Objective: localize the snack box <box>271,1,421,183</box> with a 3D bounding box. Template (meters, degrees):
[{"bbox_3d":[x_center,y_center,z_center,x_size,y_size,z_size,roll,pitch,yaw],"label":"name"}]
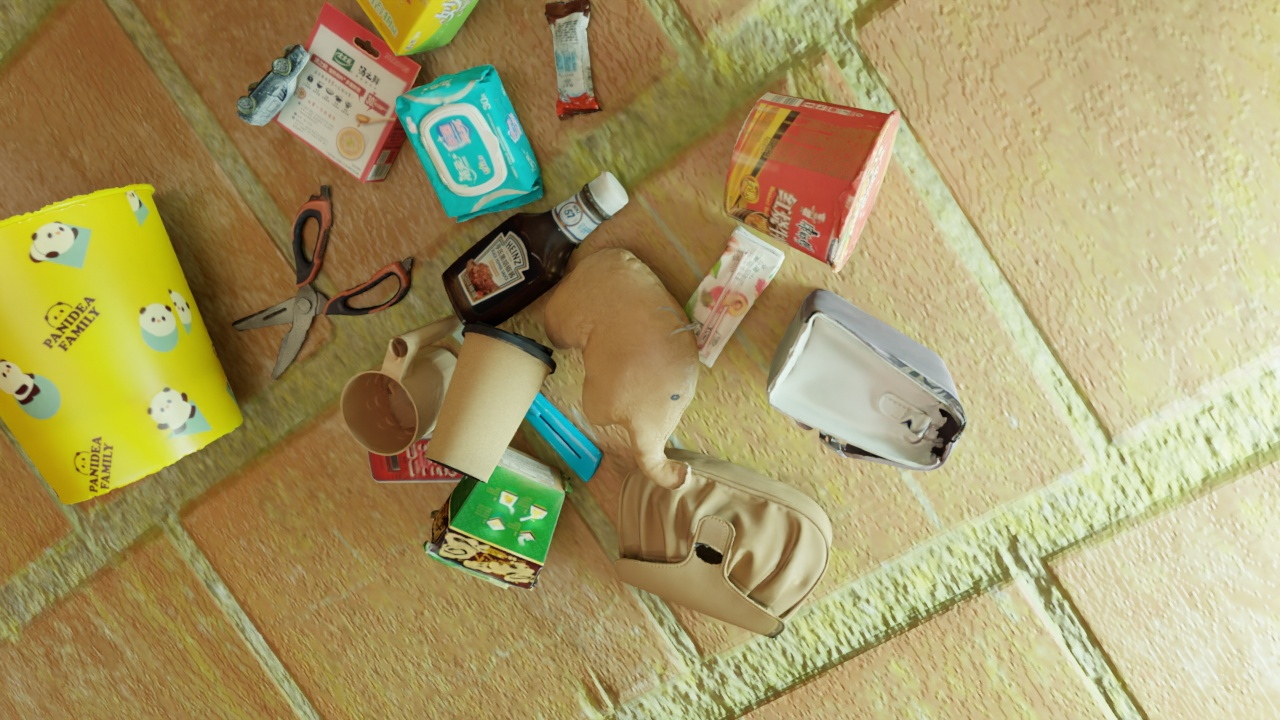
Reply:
[{"bbox_3d":[-0.272,-0.253,0.875,0.113,0.044,0.127,35,109,4],"label":"snack box"}]

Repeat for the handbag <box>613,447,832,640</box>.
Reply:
[{"bbox_3d":[0.072,0.173,0.865,0.204,0.099,0.148,18,103,13],"label":"handbag"}]

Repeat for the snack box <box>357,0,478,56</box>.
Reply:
[{"bbox_3d":[-0.215,-0.395,0.782,0.210,0.069,0.158,54,138,-4],"label":"snack box"}]

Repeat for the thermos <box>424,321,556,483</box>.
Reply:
[{"bbox_3d":[-0.139,0.035,0.835,0.093,0.093,0.143,20,77,8],"label":"thermos"}]

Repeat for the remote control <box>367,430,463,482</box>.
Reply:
[{"bbox_3d":[-0.221,0.100,0.957,0.136,0.020,0.056,-2,101,14],"label":"remote control"}]

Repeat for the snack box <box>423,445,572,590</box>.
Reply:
[{"bbox_3d":[-0.136,0.144,0.899,0.117,0.118,0.105,25,96,-14],"label":"snack box"}]

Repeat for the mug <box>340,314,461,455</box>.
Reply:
[{"bbox_3d":[-0.220,0.019,0.888,0.084,0.103,0.125,27,112,10],"label":"mug"}]

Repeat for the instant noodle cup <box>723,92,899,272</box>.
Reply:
[{"bbox_3d":[0.140,-0.156,0.764,0.109,0.137,0.138,23,107,16],"label":"instant noodle cup"}]

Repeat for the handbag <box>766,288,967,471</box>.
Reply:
[{"bbox_3d":[0.182,0.016,0.754,0.145,0.196,0.098,25,104,6],"label":"handbag"}]

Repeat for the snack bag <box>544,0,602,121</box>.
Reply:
[{"bbox_3d":[-0.062,-0.273,0.832,0.045,0.026,0.105,-1,102,22],"label":"snack bag"}]

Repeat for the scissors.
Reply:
[{"bbox_3d":[-0.331,-0.070,0.947,0.189,0.015,0.227,18,107,8],"label":"scissors"}]

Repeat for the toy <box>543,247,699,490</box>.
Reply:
[{"bbox_3d":[-0.005,0.005,0.823,0.144,0.082,0.226,-43,66,39],"label":"toy"}]

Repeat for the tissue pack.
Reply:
[{"bbox_3d":[-0.155,-0.196,0.842,0.093,0.050,0.133,-16,120,15],"label":"tissue pack"}]

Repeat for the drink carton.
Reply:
[{"bbox_3d":[0.076,-0.057,0.839,0.053,0.045,0.123,33,108,3],"label":"drink carton"}]

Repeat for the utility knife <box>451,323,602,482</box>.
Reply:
[{"bbox_3d":[-0.118,0.036,0.921,0.214,0.018,0.034,45,109,1],"label":"utility knife"}]

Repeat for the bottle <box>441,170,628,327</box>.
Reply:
[{"bbox_3d":[-0.098,-0.106,0.862,0.195,0.044,0.080,-34,68,17],"label":"bottle"}]

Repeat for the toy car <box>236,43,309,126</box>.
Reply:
[{"bbox_3d":[-0.337,-0.254,0.847,0.091,0.042,0.034,-37,118,23],"label":"toy car"}]

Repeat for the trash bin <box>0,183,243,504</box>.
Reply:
[{"bbox_3d":[-0.540,-0.013,0.907,0.230,0.229,0.255,-18,103,16],"label":"trash bin"}]
